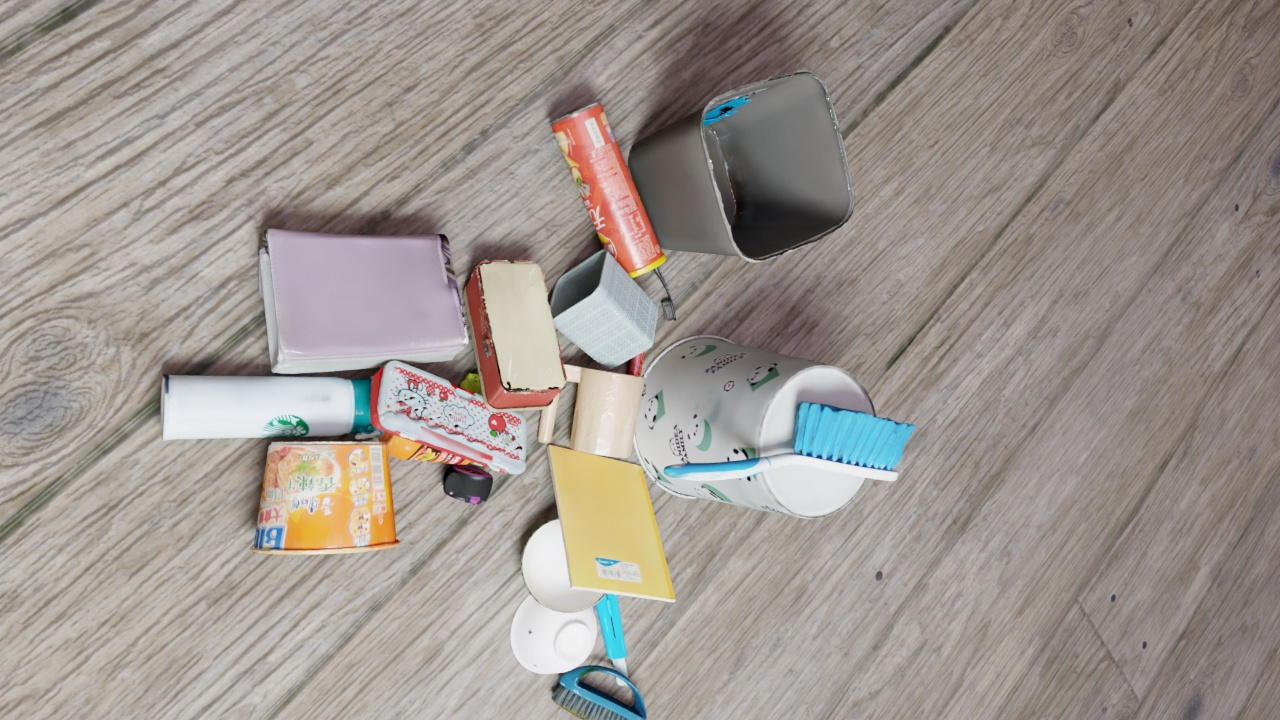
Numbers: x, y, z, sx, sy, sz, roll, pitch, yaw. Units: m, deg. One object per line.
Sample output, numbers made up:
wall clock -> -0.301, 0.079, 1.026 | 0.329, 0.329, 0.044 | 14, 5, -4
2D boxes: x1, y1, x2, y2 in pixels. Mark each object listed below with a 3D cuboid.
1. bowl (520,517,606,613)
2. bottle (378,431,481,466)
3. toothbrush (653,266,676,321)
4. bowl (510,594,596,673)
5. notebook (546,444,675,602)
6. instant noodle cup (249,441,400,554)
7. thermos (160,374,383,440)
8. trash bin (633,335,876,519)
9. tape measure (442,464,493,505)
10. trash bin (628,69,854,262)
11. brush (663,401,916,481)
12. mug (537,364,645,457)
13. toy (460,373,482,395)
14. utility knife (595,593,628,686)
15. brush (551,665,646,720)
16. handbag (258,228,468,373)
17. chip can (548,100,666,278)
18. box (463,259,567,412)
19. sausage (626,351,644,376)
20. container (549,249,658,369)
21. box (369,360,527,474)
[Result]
bowl -> -0.088, 0.254, 1.144 | 0.116, 0.066, 0.116 | 0, 76, -2
bottle -> -0.226, 0.093, 1.072 | 0.149, 0.067, 0.066 | 20, 83, -36
toothbrush -> 0.014, -0.140, 1.218 | 0.016, 0.014, 0.189 | -20, 103, -3
bowl -> -0.097, 0.347, 1.157 | 0.118, 0.065, 0.118 | -3, 95, -30
notebook -> -0.038, 0.198, 1.129 | 0.145, 0.206, 0.010 | 16, 129, -30
instant noodle cup -> -0.330, 0.142, 0.969 | 0.151, 0.152, 0.111 | 3, 84, -30
thermos -> -0.381, 0.051, 0.971 | 0.223, 0.073, 0.073 | 2, 92, -30
trash bin -> 0.147, 0.086, 1.172 | 0.229, 0.252, 0.229 | -2, 94, -29
tape measure -> -0.205, 0.148, 1.086 | 0.058, 0.057, 0.039 | 16, 91, -16
trash bin -> 0.113, -0.233, 1.150 | 0.198, 0.220, 0.199 | -24, 105, -26
brush -> 0.171, 0.096, 1.013 | 0.314, 0.060, 0.109 | 12, 91, -27
mug -> -0.063, 0.062, 1.157 | 0.124, 0.084, 0.103 | 9, 90, -6
toy -> -0.169, 0.029, 1.114 | 0.100, 0.031, 0.097 | -14, 100, -24
utility knife -> -0.038, 0.351, 1.219 | 0.034, 0.018, 0.186 | -17, 103, -29
brush -> -0.047, 0.440, 1.198 | 0.144, 0.055, 0.073 | 35, 76, -27
handbag -> -0.301, -0.066, 0.992 | 0.196, 0.099, 0.145 | -4, 82, -29
chip can -> -0.040, -0.210, 1.148 | 0.073, 0.073, 0.217 | -32, 109, -25
box -> -0.141, -0.033, 1.060 | 0.091, 0.077, 0.168 | -3, 67, -29
sausage -> -0.007, 0.007, 1.213 | 0.020, 0.020, 0.156 | 9, 89, -30
container -> -0.042, -0.059, 1.135 | 0.111, 0.090, 0.090 | 42, 36, -27
box -> -0.206, 0.068, 1.021 | 0.201, 0.048, 0.086 | 28, 43, -41
